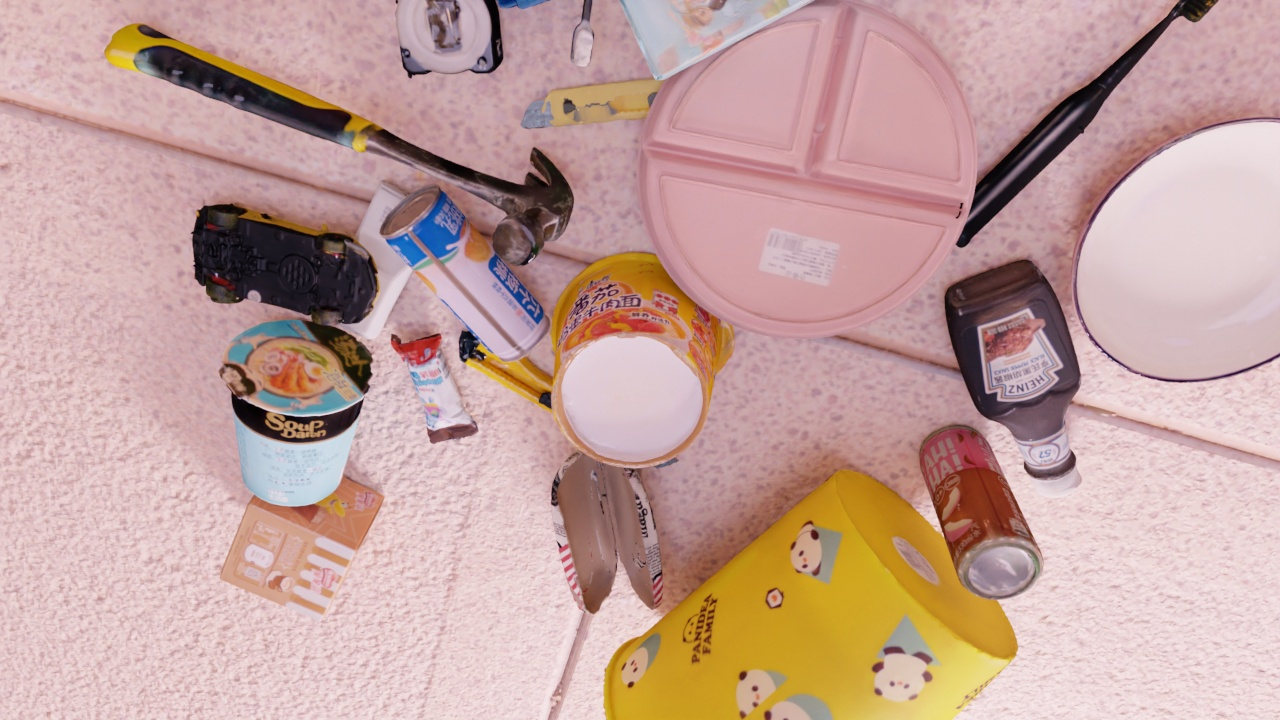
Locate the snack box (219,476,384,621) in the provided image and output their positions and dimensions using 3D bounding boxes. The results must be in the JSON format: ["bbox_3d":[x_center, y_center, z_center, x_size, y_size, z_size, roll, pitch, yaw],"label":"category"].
[{"bbox_3d":[-0.289,0.151,0.789,0.094,0.076,0.093,27,117,-9],"label":"snack box"}]

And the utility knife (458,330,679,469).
[{"bbox_3d":[-0.058,0.036,0.744,0.209,0.015,0.033,31,119,-13],"label":"utility knife"}]

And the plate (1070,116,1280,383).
[{"bbox_3d":[0.394,-0.076,0.635,0.192,0.039,0.193,2,119,3],"label":"plate"}]

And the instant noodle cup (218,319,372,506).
[{"bbox_3d":[-0.272,0.048,0.722,0.111,0.111,0.121,17,126,-5],"label":"instant noodle cup"}]

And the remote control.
[{"bbox_3d":[-0.197,-0.072,0.691,0.049,0.024,0.125,29,116,-12],"label":"remote control"}]

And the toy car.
[{"bbox_3d":[-0.261,-0.070,0.677,0.156,0.041,0.071,14,111,9],"label":"toy car"}]

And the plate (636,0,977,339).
[{"bbox_3d":[0.112,-0.122,0.613,0.229,0.028,0.230,1,107,2],"label":"plate"}]

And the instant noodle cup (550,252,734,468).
[{"bbox_3d":[-0.004,0.004,0.669,0.138,0.109,0.138,1,118,3],"label":"instant noodle cup"}]

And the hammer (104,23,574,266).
[{"bbox_3d":[-0.196,-0.153,0.611,0.323,0.125,0.032,22,120,4],"label":"hammer"}]

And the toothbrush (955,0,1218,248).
[{"bbox_3d":[0.284,-0.159,0.606,0.026,0.027,0.213,10,130,-51],"label":"toothbrush"}]

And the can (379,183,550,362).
[{"bbox_3d":[-0.123,-0.060,0.663,0.053,0.053,0.134,-27,125,17],"label":"can"}]

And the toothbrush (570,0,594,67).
[{"bbox_3d":[-0.024,-0.266,0.544,0.015,0.018,0.181,6,114,-9],"label":"toothbrush"}]

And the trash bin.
[{"bbox_3d":[0.137,0.240,0.732,0.229,0.229,0.256,36,110,-14],"label":"trash bin"}]

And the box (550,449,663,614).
[{"bbox_3d":[-0.018,0.146,0.767,0.088,0.076,0.163,6,122,26],"label":"box"}]

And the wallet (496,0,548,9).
[{"bbox_3d":[-0.060,-0.292,0.554,0.106,0.040,0.133,-18,117,4],"label":"wallet"}]

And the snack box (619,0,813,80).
[{"bbox_3d":[0.071,-0.239,0.542,0.175,0.051,0.074,-26,102,7],"label":"snack box"}]

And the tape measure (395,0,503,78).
[{"bbox_3d":[-0.126,-0.221,0.599,0.066,0.033,0.066,-3,119,4],"label":"tape measure"}]

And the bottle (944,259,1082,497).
[{"bbox_3d":[0.292,0.021,0.694,0.080,0.044,0.195,-21,116,16],"label":"bottle"}]

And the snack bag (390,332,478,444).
[{"bbox_3d":[-0.165,0.021,0.738,0.045,0.026,0.105,-12,119,7],"label":"snack bag"}]

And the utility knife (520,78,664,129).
[{"bbox_3d":[-0.001,-0.176,0.628,0.167,0.018,0.031,-2,112,10],"label":"utility knife"}]

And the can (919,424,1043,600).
[{"bbox_3d":[0.250,0.109,0.685,0.058,0.147,0.058,2,119,3],"label":"can"}]
